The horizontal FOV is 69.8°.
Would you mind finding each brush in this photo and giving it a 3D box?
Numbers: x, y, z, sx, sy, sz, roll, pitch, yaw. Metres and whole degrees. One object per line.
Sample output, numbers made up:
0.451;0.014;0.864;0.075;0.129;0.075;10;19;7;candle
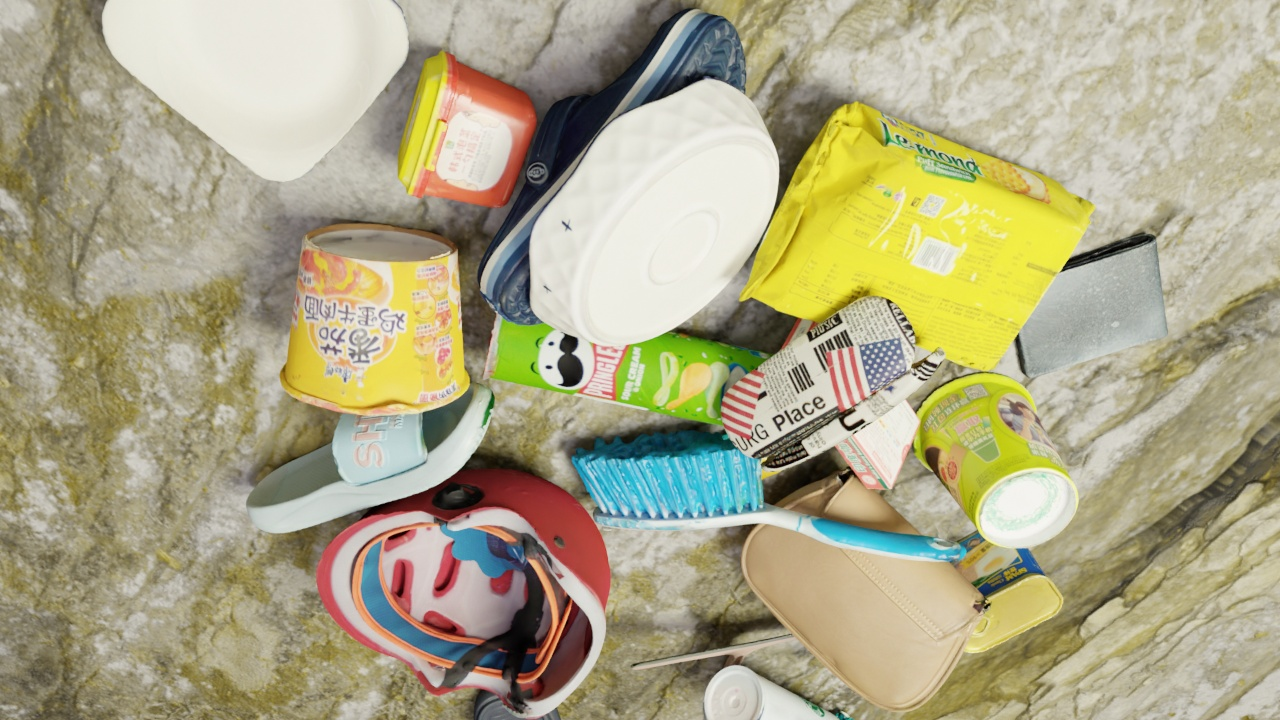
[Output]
0.101;0.114;0.759;0.315;0.060;0.109;-4;105;17;brush

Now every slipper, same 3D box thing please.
-0.121;0.460;0.977;0.111;0.083;0.268;-7;117;3;slipper
-0.027;-0.137;0.650;0.253;0.095;0.105;-50;155;6;slipper
-0.226;0.068;0.749;0.246;0.103;0.074;-22;116;16;slipper

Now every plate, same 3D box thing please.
0.017;-0.089;0.630;0.204;0.045;0.205;-32;152;-20;plate
-0.256;-0.223;0.621;0.164;0.034;0.164;-41;113;18;plate

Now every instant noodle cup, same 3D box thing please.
0.299;0.088;0.766;0.111;0.123;0.112;-1;119;-2;instant noodle cup
-0.192;-0.036;0.677;0.138;0.138;0.110;6;110;-6;instant noodle cup

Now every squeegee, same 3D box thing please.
0.089;0.358;0.954;0.247;0.040;0.250;-5;126;-19;squeegee

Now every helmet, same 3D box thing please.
-0.135;0.177;0.789;0.240;0.143;0.207;14;120;7;helmet

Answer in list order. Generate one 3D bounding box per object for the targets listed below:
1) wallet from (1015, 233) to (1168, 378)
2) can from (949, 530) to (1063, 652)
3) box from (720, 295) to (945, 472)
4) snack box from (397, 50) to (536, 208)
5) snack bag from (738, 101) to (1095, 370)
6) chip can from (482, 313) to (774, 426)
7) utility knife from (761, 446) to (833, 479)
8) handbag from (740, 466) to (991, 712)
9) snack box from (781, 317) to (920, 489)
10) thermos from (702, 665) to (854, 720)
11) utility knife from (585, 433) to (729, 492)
0.369;-0.042;0.758;0.121;0.019;0.097;-19;118;10;wallet
0.325;0.209;0.856;0.102;0.083;0.057;-34;115;15;can
0.137;0.018;0.676;0.163;0.075;0.086;-35;90;31;box
-0.121;-0.156;0.640;0.080;0.082;0.091;14;118;-21;snack box
0.208;-0.081;0.677;0.246;0.068;0.158;12;119;-23;snack bag
-0.004;0.004;0.736;0.236;0.072;0.072;12;117;-10;chip can
0.077;0.108;0.828;0.202;0.015;0.033;-23;116;11;utility knife
0.196;0.197;0.812;0.204;0.099;0.148;45;116;10;handbag
0.173;0.027;0.755;0.027;0.076;0.156;-9;128;49;snack box
0.154;0.368;0.921;0.073;0.073;0.224;-37;131;16;thermos
0.037;0.088;0.817;0.183;0.013;0.029;-20;114;7;utility knife
